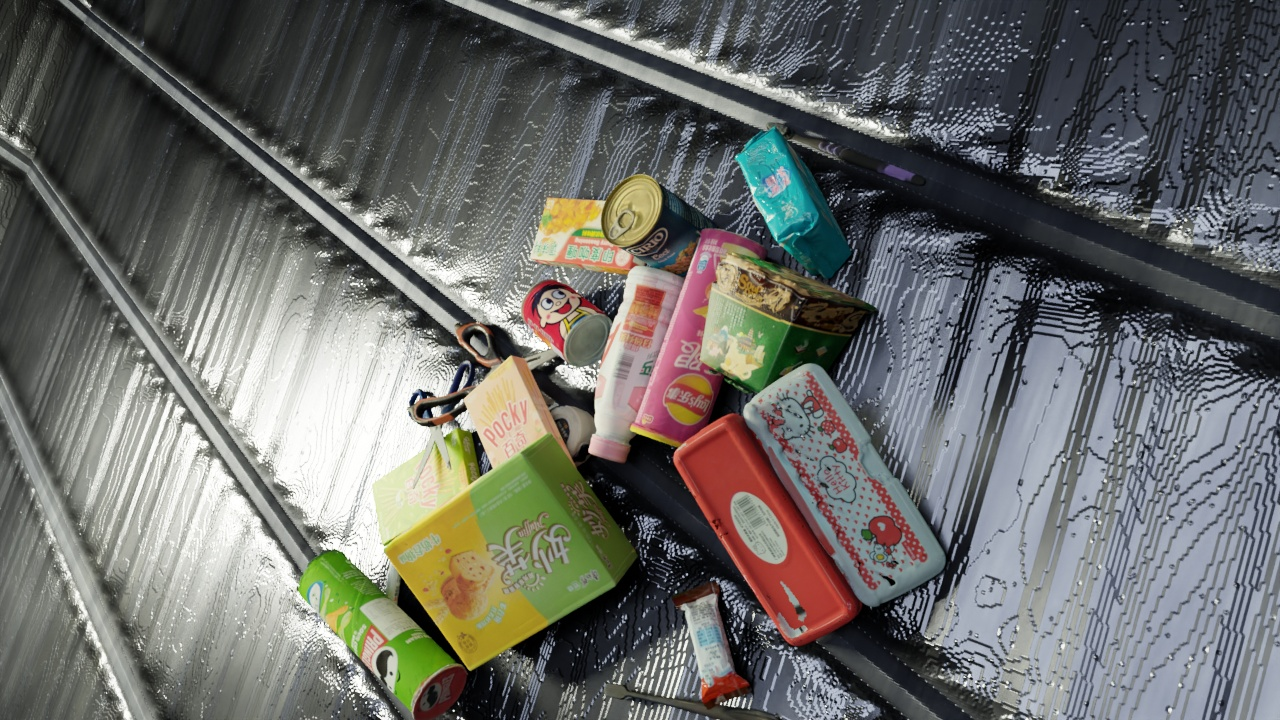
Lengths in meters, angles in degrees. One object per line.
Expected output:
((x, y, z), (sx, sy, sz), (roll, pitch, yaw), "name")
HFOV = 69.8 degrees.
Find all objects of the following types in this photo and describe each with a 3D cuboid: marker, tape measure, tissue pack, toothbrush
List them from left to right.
((-0.298, 0.296, 1.093), (0.017, 0.017, 0.145), (-6, 72, 35), "marker")
((-0.079, 0.082, 0.987), (0.066, 0.033, 0.065), (-33, 60, 27), "tape measure")
((0.044, 0.314, 0.833), (0.181, 0.018, 0.015), (-3, 60, 34), "toothbrush")
((0.143, -0.143, 0.855), (0.050, 0.093, 0.133), (-31, 59, 20), "tissue pack")
((0.193, -0.202, 0.886), (0.189, 0.016, 0.014), (32, 96, 37), "toothbrush")

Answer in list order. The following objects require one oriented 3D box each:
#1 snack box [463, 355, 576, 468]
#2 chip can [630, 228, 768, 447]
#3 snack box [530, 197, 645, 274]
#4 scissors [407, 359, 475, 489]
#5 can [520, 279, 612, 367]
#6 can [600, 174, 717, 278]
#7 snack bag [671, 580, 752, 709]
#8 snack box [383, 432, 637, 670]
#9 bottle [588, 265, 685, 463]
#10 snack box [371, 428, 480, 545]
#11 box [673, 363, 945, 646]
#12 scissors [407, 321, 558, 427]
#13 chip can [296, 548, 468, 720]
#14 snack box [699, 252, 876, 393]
((-0.129, 0.081, 0.982), (0.085, 0.026, 0.157), (-41, 62, 23), "snack box")
((0.058, -0.019, 0.892), (0.071, 0.071, 0.210), (17, 86, 39), "chip can")
((-0.054, -0.142, 1.043), (0.156, 0.027, 0.077), (11, 84, 39), "snack box")
((-0.245, 0.071, 1.106), (0.174, 0.012, 0.162), (23, 78, 51), "scissors")
((-0.082, -0.043, 1.007), (0.094, 0.066, 0.066), (38, 99, 38), "can")
((0.023, -0.131, 0.929), (0.075, 0.111, 0.075), (-14, 66, 35), "can")
((0.064, 0.255, 0.828), (0.048, 0.026, 0.104), (-22, 60, 4), "snack bag")
((-0.133, 0.193, 0.923), (0.210, 0.069, 0.157), (-35, 91, 23), "snack box")
((-0.006, 0.005, 0.936), (0.068, 0.068, 0.197), (14, 86, 39), "bottle")
((-0.258, 0.154, 1.102), (0.157, 0.026, 0.085), (-32, 59, 24), "snack box")
((0.137, 0.122, 0.768), (0.158, 0.039, 0.201), (-36, 81, 23), "box")
((-0.181, 0.021, 1.072), (0.189, 0.015, 0.225), (-47, 47, -6), "scissors")
((-0.296, 0.305, 1.037), (0.236, 0.072, 0.072), (30, 94, 33), "chip can")
((0.122, -0.028, 0.833), (0.118, 0.117, 0.106), (33, 108, 41), "snack box")
